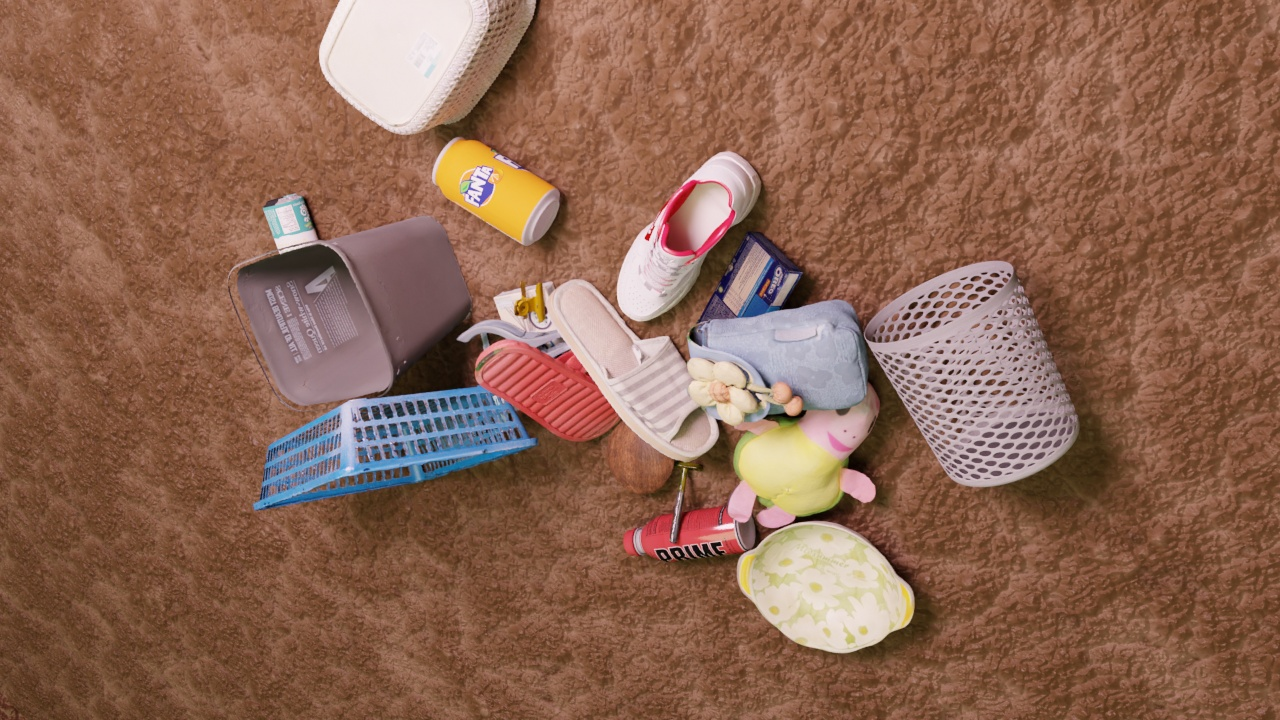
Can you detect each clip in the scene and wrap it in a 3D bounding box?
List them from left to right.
[{"bbox_3d":[-0.175,-0.023,1.186,0.164,0.030,0.173,43,120,-3],"label":"clip"},{"bbox_3d":[-0.142,-0.071,1.147,0.048,0.046,0.054,-138,42,-58],"label":"clip"}]

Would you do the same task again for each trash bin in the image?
[{"bbox_3d":[-0.347,-0.075,1.157,0.198,0.219,0.197,-10,108,27],"label":"trash bin"},{"bbox_3d":[0.343,0.017,0.940,0.157,0.156,0.183,-24,104,30],"label":"trash bin"}]

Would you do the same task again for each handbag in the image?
[{"bbox_3d":[0.144,0.011,0.979,0.192,0.118,0.122,-5,118,17],"label":"handbag"}]

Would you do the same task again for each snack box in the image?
[{"bbox_3d":[-0.130,-0.023,1.201,0.082,0.026,0.150,-10,108,26],"label":"snack box"},{"bbox_3d":[0.120,-0.064,1.051,0.082,0.027,0.151,52,129,34],"label":"snack box"}]

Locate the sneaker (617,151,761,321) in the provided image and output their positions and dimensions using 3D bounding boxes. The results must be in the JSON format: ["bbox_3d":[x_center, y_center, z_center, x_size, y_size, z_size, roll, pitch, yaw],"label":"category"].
[{"bbox_3d":[0.036,-0.126,1.036,0.090,0.104,0.237,44,122,0],"label":"sneaker"}]

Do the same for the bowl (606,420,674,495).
[{"bbox_3d":[-0.008,0.126,1.197,0.102,0.026,0.114,51,125,18],"label":"bowl"}]

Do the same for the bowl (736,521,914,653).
[{"bbox_3d":[0.234,0.273,1.156,0.219,0.060,0.189,7,115,20],"label":"bowl"}]

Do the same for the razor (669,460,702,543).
[{"bbox_3d":[0.050,0.183,1.185,0.042,0.026,0.105,6,76,19],"label":"razor"}]

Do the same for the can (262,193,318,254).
[{"bbox_3d":[-0.478,-0.175,1.266,0.055,0.054,0.102,-5,110,25],"label":"can"}]

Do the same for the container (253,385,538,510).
[{"bbox_3d":[-0.331,0.112,1.186,0.363,0.256,0.089,-21,79,50],"label":"container"}]

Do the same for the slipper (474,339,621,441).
[{"bbox_3d":[-0.109,0.028,1.136,0.104,0.059,0.248,-34,141,17],"label":"slipper"}]

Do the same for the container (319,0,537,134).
[{"bbox_3d":[-0.242,-0.372,1.024,0.184,0.143,0.252,38,123,-12],"label":"container"}]

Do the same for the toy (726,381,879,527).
[{"bbox_3d":[0.190,0.115,1.087,0.190,0.087,0.239,30,121,-5],"label":"toy"}]

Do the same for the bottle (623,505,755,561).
[{"bbox_3d":[0.060,0.231,1.212,0.177,0.062,0.062,-14,106,28],"label":"bottle"}]

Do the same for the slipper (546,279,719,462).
[{"bbox_3d":[-0.007,0.007,1.117,0.272,0.114,0.054,46,143,2],"label":"slipper"}]

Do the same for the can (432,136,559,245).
[{"bbox_3d":[-0.173,-0.205,1.106,0.142,0.078,0.079,32,121,7],"label":"can"}]

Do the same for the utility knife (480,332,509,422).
[{"bbox_3d":[-0.202,0.019,1.260,0.022,0.015,0.147,-1,109,25],"label":"utility knife"}]
